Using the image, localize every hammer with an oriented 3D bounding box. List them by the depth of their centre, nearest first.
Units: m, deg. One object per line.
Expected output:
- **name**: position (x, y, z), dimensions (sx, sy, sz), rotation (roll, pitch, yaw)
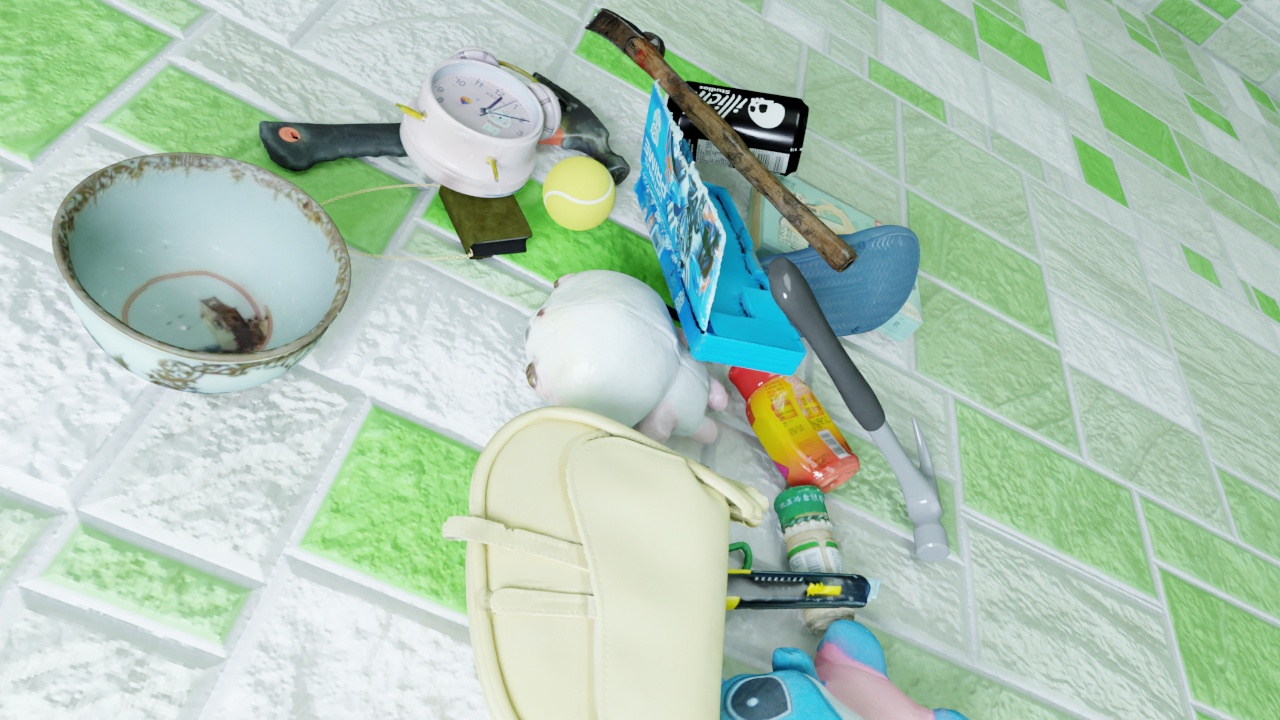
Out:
- **hammer**: position (0.177, 0.031, 0.734), dimensions (0.311, 0.030, 0.124), rotation (51, 30, -35)
- **hammer**: position (-0.167, -0.200, 0.818), dimensions (0.332, 0.033, 0.133), rotation (-15, 65, -40)
- **hammer**: position (0.076, -0.204, 0.845), dimensions (0.330, 0.033, 0.119), rotation (50, 24, 17)

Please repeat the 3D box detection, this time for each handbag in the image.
- **handbag**: position (-0.020, 0.140, 0.540), dimensions (0.191, 0.089, 0.232), rotation (3, 55, 5)
- **handbag**: position (-0.181, -0.111, 0.742), dimensions (0.177, 0.028, 0.084), rotation (-10, 59, -32)

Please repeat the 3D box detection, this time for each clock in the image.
- **clock**: position (-0.132, -0.210, 0.785), dimensions (0.117, 0.059, 0.157), rotation (32, 45, -4)

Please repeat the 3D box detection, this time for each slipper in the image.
- **slipper**: position (0.175, -0.071, 0.878), dimensions (0.213, 0.104, 0.059), rotation (-14, 23, -18)

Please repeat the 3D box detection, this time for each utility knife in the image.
- **utility knife**: position (0.095, 0.162, 0.649), dimensions (0.174, 0.020, 0.028), rotation (4, 57, -16)

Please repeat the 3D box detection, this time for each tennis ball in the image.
- **tennis ball**: position (-0.055, -0.149, 0.819), dimensions (0.065, 0.065, 0.065), rotation (18, 47, -20)

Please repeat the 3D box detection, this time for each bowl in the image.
- **bowl**: position (-0.269, -0.039, 0.567), dimensions (0.159, 0.094, 0.159), rotation (17, 47, -20)

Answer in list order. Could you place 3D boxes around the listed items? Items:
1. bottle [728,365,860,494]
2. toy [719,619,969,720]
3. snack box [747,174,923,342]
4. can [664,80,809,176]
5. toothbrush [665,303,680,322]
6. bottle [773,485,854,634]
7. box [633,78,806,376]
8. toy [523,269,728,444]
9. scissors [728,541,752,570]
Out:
- **bottle**: position (0.126, 0.050, 0.780), dimensions (0.071, 0.049, 0.134), rotation (-12, 62, -40)
- **toy**: position (0.115, 0.235, 0.586), dimensions (0.191, 0.099, 0.224), rotation (-9, 50, -44)
- **snack box**: position (0.204, -0.114, 0.973), dimensions (0.193, 0.044, 0.141), rotation (24, 43, -13)
- **can**: position (0.096, -0.242, 0.956), dimensions (0.146, 0.080, 0.080), rotation (10, 45, 4)
- **toothbrush**: position (0.047, -0.032, 0.825), dimensions (0.188, 0.014, 0.017), rotation (25, 52, -12)
- **bottle**: position (0.134, 0.152, 0.703), dimensions (0.042, 0.043, 0.109), rotation (9, 51, -27)
- **box**: position (0.062, -0.113, 0.741), dimensions (0.114, 0.114, 0.243), rotation (10, 38, -23)
- **toy**: position (-0.004, 0.004, 0.705), dimensions (0.179, 0.102, 0.138), rotation (33, 48, -27)
- **scissors**: position (0.023, 0.134, 0.668), dimensions (0.130, 0.012, 0.112), rotation (-4, 60, -33)
